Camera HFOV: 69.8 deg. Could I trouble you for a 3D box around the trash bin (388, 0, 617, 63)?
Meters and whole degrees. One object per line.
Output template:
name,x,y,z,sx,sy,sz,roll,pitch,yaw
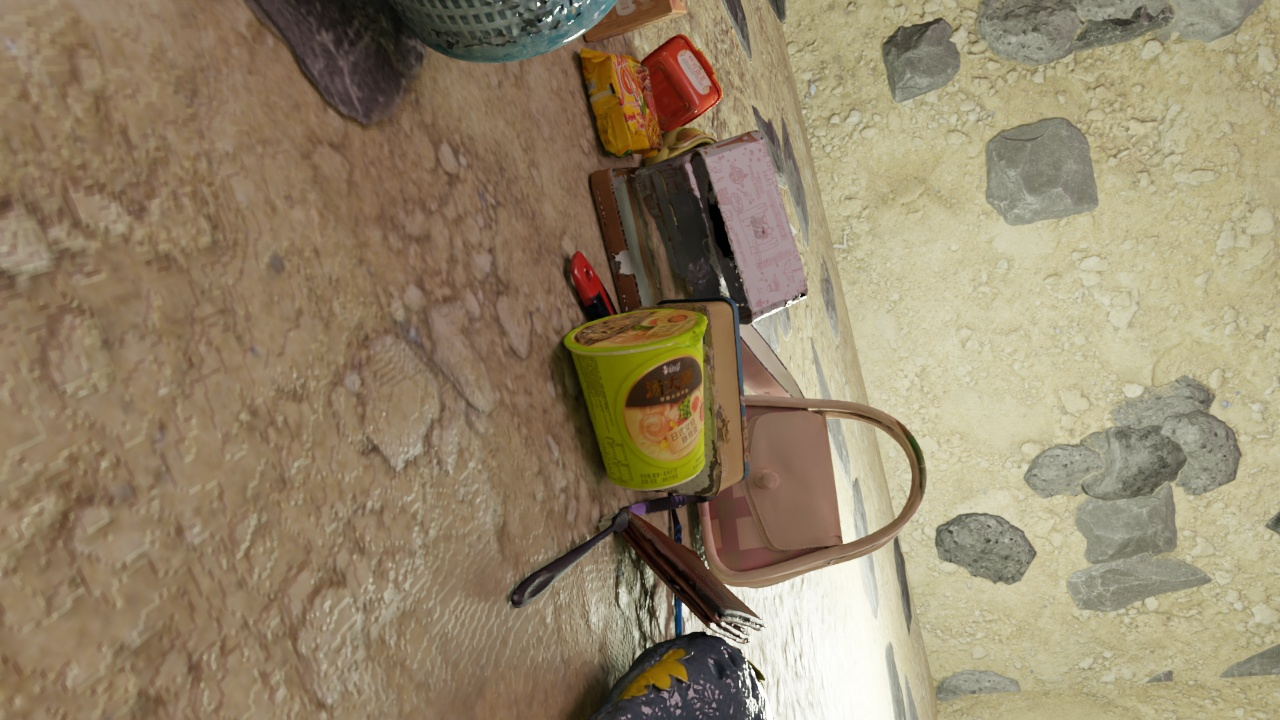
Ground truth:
trash bin,-0.092,-0.280,0.489,0.195,0.227,0.226,71,16,-60

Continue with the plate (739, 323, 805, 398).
plate,0.128,-0.010,1.117,0.192,0.039,0.192,47,13,-15

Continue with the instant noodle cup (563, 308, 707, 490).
instant noodle cup,0.005,0.033,0.725,0.111,0.112,0.123,-52,135,-66

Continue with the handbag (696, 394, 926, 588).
handbag,0.172,0.125,0.941,0.093,0.234,0.193,40,42,-64

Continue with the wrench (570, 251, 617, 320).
wrench,-0.005,0.005,0.837,0.273,0.016,0.056,59,29,-45

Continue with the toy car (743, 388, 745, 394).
toy car,0.092,0.035,1.050,0.090,0.034,0.043,15,60,-47

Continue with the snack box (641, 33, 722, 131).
snack box,0.038,-0.311,1.039,0.091,0.082,0.079,54,33,-12

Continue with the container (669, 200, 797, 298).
container,0.102,-0.142,1.054,0.090,0.114,0.090,45,9,23

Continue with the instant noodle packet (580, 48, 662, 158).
instant noodle packet,-0.017,-0.257,0.917,0.128,0.044,0.111,-36,109,-69

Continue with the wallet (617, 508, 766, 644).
wallet,0.039,0.177,0.747,0.124,0.032,0.101,39,-3,35

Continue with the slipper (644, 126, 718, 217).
slipper,0.060,-0.220,1.065,0.190,0.082,0.092,-59,137,-60

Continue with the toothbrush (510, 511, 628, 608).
toothbrush,-0.048,0.136,0.642,0.180,0.018,0.015,-20,105,-69

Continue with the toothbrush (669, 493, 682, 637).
toothbrush,0.036,0.178,0.859,0.014,0.016,0.189,41,42,-54

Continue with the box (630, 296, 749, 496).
box,0.041,0.025,0.808,0.061,0.090,0.184,-12,102,-55

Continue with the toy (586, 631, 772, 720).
toy,0.047,0.289,0.714,0.356,0.092,0.137,55,41,-46

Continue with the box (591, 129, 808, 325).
box,0.032,-0.112,0.896,0.177,0.153,0.182,-24,101,-30

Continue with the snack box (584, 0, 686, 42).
snack box,-0.015,-0.378,0.910,0.076,0.093,0.094,-55,131,-65

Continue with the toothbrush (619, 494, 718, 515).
toothbrush,0.030,0.129,0.836,0.188,0.017,0.014,6,76,-62
